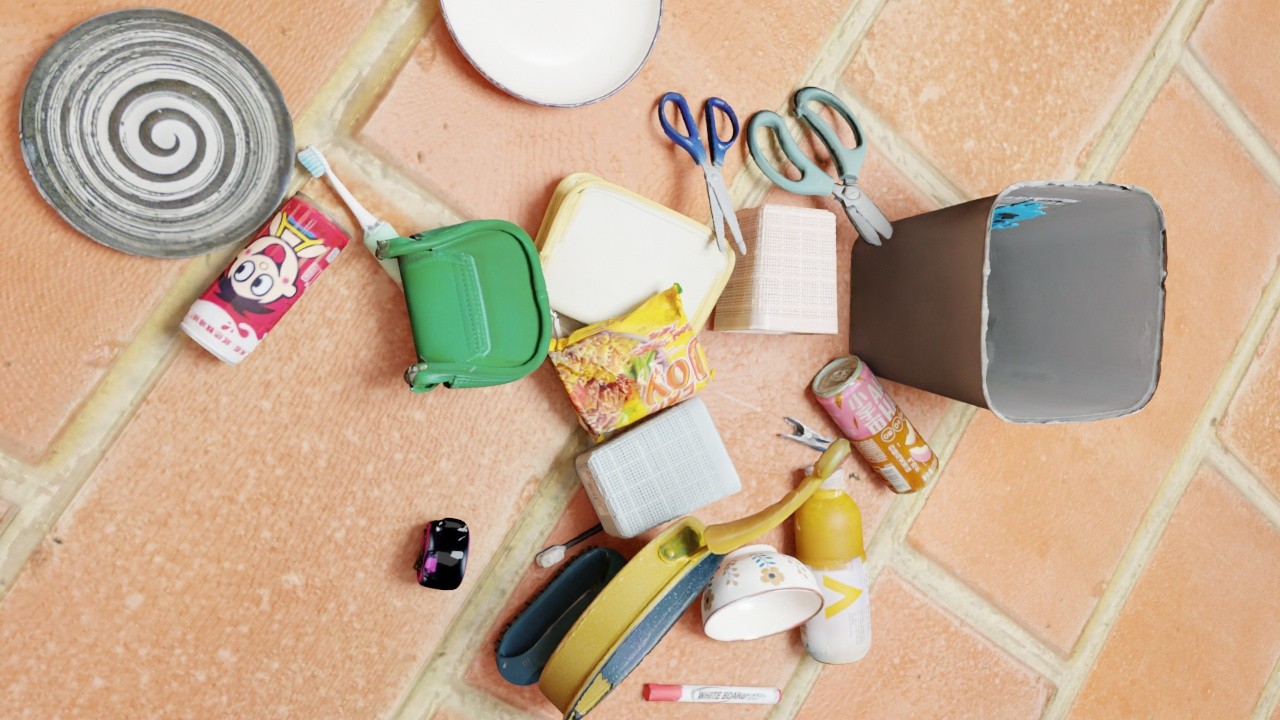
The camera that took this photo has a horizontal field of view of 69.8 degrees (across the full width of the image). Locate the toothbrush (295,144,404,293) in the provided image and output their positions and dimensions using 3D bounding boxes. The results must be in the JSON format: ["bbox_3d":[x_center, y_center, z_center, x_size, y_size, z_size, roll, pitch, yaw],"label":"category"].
[{"bbox_3d":[-0.193,-0.078,0.738,0.027,0.027,0.224,-47,110,-33],"label":"toothbrush"}]

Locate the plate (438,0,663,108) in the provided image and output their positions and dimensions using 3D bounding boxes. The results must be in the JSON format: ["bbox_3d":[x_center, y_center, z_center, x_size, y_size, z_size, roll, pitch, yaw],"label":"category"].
[{"bbox_3d":[-0.076,-0.304,0.760,0.192,0.039,0.192,-2,95,-22],"label":"plate"}]

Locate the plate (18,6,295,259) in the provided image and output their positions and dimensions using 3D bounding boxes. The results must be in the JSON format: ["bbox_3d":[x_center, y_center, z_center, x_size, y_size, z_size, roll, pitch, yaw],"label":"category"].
[{"bbox_3d":[-0.348,-0.163,0.670,0.179,0.024,0.179,-2,95,-23],"label":"plate"}]

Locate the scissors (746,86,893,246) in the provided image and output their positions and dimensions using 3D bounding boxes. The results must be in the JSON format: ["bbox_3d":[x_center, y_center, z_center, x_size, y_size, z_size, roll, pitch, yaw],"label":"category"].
[{"bbox_3d":[0.187,-0.183,0.854,0.180,0.019,0.143,45,71,7],"label":"scissors"}]

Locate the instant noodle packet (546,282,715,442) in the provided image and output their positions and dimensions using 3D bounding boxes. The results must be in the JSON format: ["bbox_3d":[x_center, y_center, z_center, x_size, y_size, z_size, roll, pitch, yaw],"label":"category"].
[{"bbox_3d":[-0.005,0.005,0.778,0.128,0.044,0.111,-25,123,-3],"label":"instant noodle packet"}]

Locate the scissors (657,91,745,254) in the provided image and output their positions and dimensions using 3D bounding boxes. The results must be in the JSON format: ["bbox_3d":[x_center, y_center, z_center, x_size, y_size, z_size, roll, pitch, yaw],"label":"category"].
[{"bbox_3d":[0.053,-0.167,0.796,0.132,0.012,0.172,26,57,-8],"label":"scissors"}]

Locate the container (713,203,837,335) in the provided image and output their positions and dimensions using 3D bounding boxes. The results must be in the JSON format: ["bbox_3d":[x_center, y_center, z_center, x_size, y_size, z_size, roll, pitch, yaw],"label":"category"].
[{"bbox_3d":[0.123,-0.080,0.834,0.089,0.090,0.111,2,91,-22],"label":"container"}]

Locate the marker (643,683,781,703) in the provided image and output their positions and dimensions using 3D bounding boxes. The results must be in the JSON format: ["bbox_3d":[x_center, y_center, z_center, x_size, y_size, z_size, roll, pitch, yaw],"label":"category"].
[{"bbox_3d":[0.072,0.321,0.884,0.145,0.017,0.017,10,90,-22],"label":"marker"}]

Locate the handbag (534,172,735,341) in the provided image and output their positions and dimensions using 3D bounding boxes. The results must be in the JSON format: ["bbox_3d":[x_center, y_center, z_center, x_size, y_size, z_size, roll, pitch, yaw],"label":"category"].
[{"bbox_3d":[-0.025,-0.056,0.799,0.163,0.063,0.179,22,101,-22],"label":"handbag"}]

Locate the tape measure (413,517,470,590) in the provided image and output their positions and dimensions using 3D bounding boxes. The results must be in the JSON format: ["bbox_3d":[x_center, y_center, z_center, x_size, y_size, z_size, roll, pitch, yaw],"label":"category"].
[{"bbox_3d":[-0.164,0.159,0.753,0.039,0.057,0.057,11,75,-17],"label":"tape measure"}]

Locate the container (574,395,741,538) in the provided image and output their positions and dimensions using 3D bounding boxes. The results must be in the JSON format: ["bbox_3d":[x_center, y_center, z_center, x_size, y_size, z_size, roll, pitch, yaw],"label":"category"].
[{"bbox_3d":[0.011,0.096,0.796,0.111,0.090,0.090,-24,88,-16],"label":"container"}]

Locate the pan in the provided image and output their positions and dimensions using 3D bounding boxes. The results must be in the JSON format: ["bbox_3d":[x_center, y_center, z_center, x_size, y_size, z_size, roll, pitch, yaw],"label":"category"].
[{"bbox_3d":[0.041,0.165,0.710,0.078,0.358,0.197,40,36,17],"label":"pan"}]

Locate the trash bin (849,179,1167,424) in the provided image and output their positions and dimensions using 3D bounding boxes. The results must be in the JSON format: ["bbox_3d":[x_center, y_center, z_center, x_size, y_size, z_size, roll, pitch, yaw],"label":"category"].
[{"bbox_3d":[0.320,-0.056,0.843,0.198,0.220,0.198,-2,96,-21],"label":"trash bin"}]

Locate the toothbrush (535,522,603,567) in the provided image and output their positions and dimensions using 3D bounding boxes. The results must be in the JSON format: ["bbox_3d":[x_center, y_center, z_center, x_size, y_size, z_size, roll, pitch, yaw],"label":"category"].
[{"bbox_3d":[-0.014,0.140,0.835,0.180,0.018,0.015,-27,97,-19],"label":"toothbrush"}]

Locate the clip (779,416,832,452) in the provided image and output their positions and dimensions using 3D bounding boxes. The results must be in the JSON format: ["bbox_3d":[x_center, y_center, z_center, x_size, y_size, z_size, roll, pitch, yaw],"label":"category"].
[{"bbox_3d":[0.163,0.074,0.898,0.057,0.025,0.032,24,79,-15],"label":"clip"}]

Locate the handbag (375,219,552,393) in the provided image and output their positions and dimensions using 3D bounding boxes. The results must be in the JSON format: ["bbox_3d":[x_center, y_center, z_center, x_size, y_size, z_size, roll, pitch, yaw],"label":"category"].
[{"bbox_3d":[-0.136,-0.042,0.713,0.120,0.068,0.131,-13,91,-34],"label":"handbag"}]

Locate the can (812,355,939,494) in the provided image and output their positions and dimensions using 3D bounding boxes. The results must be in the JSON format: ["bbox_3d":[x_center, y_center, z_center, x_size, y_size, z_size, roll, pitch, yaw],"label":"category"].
[{"bbox_3d":[0.233,0.065,0.905,0.057,0.058,0.147,-45,109,-13],"label":"can"}]

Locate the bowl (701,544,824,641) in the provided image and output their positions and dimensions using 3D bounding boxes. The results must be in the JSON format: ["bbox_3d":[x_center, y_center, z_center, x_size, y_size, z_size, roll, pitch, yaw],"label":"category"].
[{"bbox_3d":[0.108,0.212,0.855,0.113,0.114,0.062,4,49,-22],"label":"bowl"}]

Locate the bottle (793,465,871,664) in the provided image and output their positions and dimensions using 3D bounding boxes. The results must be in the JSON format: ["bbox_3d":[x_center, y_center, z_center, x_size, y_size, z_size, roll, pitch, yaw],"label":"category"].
[{"bbox_3d":[0.185,0.196,0.891,0.068,0.068,0.189,-8,97,-21],"label":"bottle"}]

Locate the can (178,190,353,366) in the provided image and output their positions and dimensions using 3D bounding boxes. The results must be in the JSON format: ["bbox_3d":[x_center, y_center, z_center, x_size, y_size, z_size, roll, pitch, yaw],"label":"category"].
[{"bbox_3d":[-0.281,-0.061,0.690,0.053,0.053,0.132,42,79,-20],"label":"can"}]

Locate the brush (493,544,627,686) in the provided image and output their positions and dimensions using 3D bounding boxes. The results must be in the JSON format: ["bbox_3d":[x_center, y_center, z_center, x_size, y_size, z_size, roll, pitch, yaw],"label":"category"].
[{"bbox_3d":[-0.064,0.220,0.789,0.143,0.074,0.055,-44,99,-15],"label":"brush"}]
